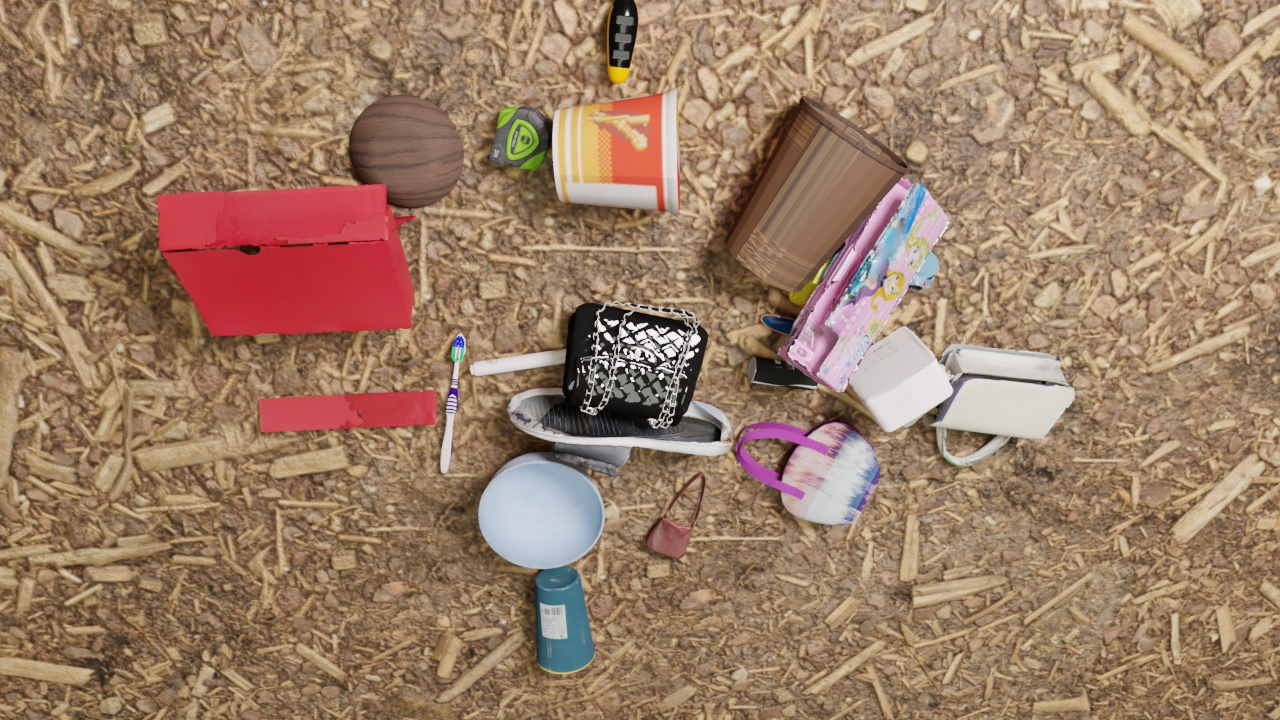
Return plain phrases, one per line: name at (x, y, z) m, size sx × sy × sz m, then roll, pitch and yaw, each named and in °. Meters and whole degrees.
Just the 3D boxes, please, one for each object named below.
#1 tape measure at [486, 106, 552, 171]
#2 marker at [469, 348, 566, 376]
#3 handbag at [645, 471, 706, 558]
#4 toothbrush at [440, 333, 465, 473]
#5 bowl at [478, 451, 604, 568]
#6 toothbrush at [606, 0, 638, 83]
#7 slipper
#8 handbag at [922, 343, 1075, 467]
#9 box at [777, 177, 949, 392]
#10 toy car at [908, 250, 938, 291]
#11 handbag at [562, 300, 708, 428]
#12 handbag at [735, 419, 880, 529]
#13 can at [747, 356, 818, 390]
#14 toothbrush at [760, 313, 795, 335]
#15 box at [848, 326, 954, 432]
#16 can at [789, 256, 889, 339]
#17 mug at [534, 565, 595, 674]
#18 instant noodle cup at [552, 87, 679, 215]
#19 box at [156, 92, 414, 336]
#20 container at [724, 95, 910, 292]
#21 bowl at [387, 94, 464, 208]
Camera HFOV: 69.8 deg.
tape measure at (-0.122, -0.233, 0.958) m, size 0.058 × 0.035 × 0.066 m, roll 21°, pitch 115°, yaw -3°
marker at (-0.133, 0.002, 1.069) m, size 0.133 × 0.020 × 0.017 m, roll -8°, pitch 118°, yaw 0°
handbag at (0.054, 0.194, 1.169) m, size 0.055 × 0.029 × 0.120 m, roll 21°, pitch 105°, yaw -15°
toothbrush at (-0.224, 0.055, 1.089) m, size 0.015 × 0.016 × 0.187 m, roll 8°, pitch 113°, yaw -8°
bowl at (-0.119, 0.170, 1.116) m, size 0.150 × 0.074 × 0.151 m, roll -1°, pitch 113°, yaw -3°
toothbrush at (-0.013, -0.375, 0.905) m, size 0.031 × 0.030 × 0.197 m, roll 3°, pitch 111°, yaw -11°
slipper at (-0.024, 0.086, 1.073) m, size 0.263 × 0.111 × 0.063 m, roll 3°, pitch 120°, yaw -10°
handbag at (0.416, 0.060, 1.121) m, size 0.151 × 0.073 × 0.176 m, roll 6°, pitch 132°, yaw -6°
box at (0.244, -0.080, 0.971) m, size 0.084 × 0.063 × 0.230 m, roll 33°, pitch 89°, yaw -16°
toy car at (0.286, -0.117, 1.027) m, size 0.107 × 0.028 × 0.060 m, roll 15°, pitch 73°, yaw -10°
handbag at (-0.006, 0.006, 1.013) m, size 0.153 × 0.115 × 0.125 m, roll 12°, pitch 82°, yaw -12°
handbag at (0.199, 0.129, 1.134) m, size 0.170 × 0.068 × 0.145 m, roll 21°, pitch 110°, yaw -6°
can at (0.171, 0.016, 1.092) m, size 0.080 × 0.031 × 0.032 m, roll 7°, pitch 113°, yaw -7°
toothbrush at (0.205, -0.032, 1.081) m, size 0.135 × 0.017 × 0.022 m, roll 15°, pitch 110°, yaw -11°
box at (0.311, 0.036, 1.072) m, size 0.102 × 0.108 × 0.102 m, roll -33°, pitch 116°, yaw 9°
can at (0.227, -0.070, 1.038) m, size 0.105 × 0.067 × 0.068 m, roll 30°, pitch 108°, yaw -16°
mug at (-0.103, 0.334, 1.193) m, size 0.078 × 0.078 × 0.121 m, roll -5°, pitch 110°, yaw -2°
instant noodle cup at (-0.022, -0.210, 0.935) m, size 0.121 × 0.123 × 0.123 m, roll -1°, pitch 114°, yaw 4°
box at (-0.343, -0.216, 0.858) m, size 0.213 × 0.127 × 0.426 m, roll -3°, pitch 112°, yaw -1°
container at (0.176, -0.168, 0.964) m, size 0.132 × 0.132 × 0.168 m, roll 27°, pitch 115°, yaw -15°
bowl at (-0.246, -0.214, 0.958) m, size 0.119 × 0.032 × 0.119 m, roll -2°, pitch 114°, yaw -4°
